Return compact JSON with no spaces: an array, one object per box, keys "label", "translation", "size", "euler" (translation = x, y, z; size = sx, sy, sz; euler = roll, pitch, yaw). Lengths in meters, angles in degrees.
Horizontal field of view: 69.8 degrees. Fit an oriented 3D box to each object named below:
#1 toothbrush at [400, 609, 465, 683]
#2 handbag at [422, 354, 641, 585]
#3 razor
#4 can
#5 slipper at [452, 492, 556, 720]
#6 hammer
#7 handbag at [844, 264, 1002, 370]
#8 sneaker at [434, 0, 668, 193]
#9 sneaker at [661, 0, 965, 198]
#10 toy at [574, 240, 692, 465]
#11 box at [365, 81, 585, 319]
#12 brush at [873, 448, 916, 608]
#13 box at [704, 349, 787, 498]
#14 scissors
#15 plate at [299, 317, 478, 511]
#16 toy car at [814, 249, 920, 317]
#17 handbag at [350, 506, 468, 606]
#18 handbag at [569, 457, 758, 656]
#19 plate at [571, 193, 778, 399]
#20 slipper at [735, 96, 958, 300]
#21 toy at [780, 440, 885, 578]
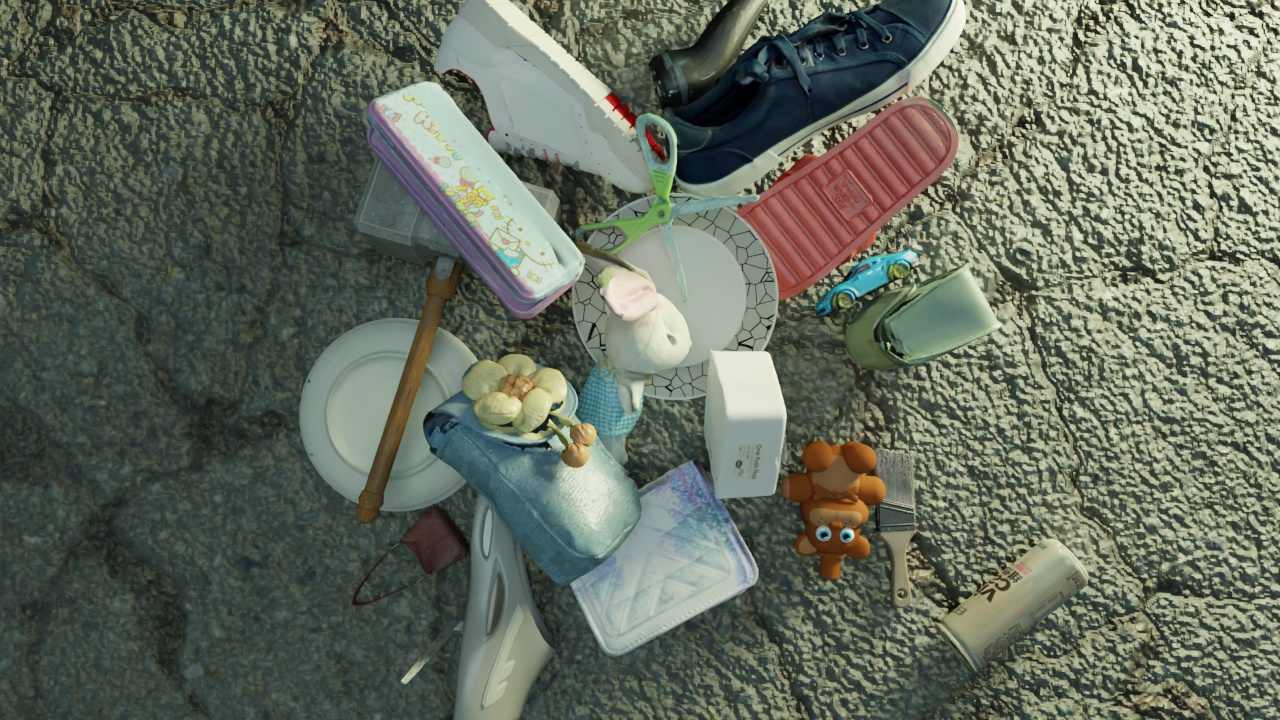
[{"label":"toothbrush","translation":[-0.170,0.241,0.772],"size":[0.010,0.181,0.010],"euler":[4,92,4]},{"label":"handbag","translation":[-0.079,0.081,0.759],"size":[0.192,0.121,0.119],"euler":[48,129,8]},{"label":"razor","translation":[0.062,-0.291,0.848],"size":[0.064,0.053,0.140],"euler":[39,87,2]},{"label":"can","translation":[0.341,0.223,0.842],"size":[0.135,0.054,0.054],"euler":[-37,90,-1]},{"label":"slipper","translation":[-0.113,0.228,0.815],"size":[0.080,0.113,0.265],"euler":[5,82,-3]},{"label":"hammer","translation":[-0.191,-0.013,0.803],"size":[0.163,0.083,0.317],"euler":[16,81,0]},{"label":"handbag","translation":[0.242,-0.035,0.810],"size":[0.106,0.122,0.067],"euler":[-27,89,-1]},{"label":"sneaker","translation":[-0.086,-0.219,0.837],"size":[0.236,0.090,0.104],"euler":[40,112,-9]},{"label":"sneaker","translation":[0.144,-0.261,0.794],"size":[0.294,0.127,0.120],"euler":[-31,46,2]},{"label":"toy","translation":[-0.005,0.005,0.809],"size":[0.105,0.131,0.206],"euler":[-2,112,-12]},{"label":"box","translation":[-0.135,-0.135,0.756],"size":[0.077,0.065,0.214],"euler":[-39,85,-21]},{"label":"brush","translation":[0.240,0.157,0.862],"size":[0.039,0.012,0.151],"euler":[-2,89,-1]},{"label":"box","translation":[0.106,0.054,0.809],"size":[0.091,0.102,0.107],"euler":[1,128,-4]},{"label":"scissors","translation":[0.019,-0.129,0.802],"size":[0.172,0.021,0.172],"euler":[-10,107,16]},{"label":"plate","translation":[-0.229,0.050,0.847],"size":[0.182,0.034,0.182],"euler":[0,89,-1]},{"label":"toy car","translation":[0.206,-0.074,0.847],"size":[0.105,0.048,0.032],"euler":[-30,90,0]},{"label":"handbag","translation":[-0.221,0.191,0.852],"size":[0.119,0.029,0.055],"euler":[-37,88,4]},{"label":"handbag","translation":[0.013,0.180,0.836],"size":[0.158,0.069,0.126],"euler":[-27,75,-2]},{"label":"plate","translation":[0.031,-0.058,0.846],"size":[0.189,0.016,0.188],"euler":[1,100,8]},{"label":"slipper","translation":[0.174,-0.142,0.843],"size":[0.249,0.059,0.103],"euler":[-35,91,14]},{"label":"toy","translation":[0.176,0.136,0.838],"size":[0.095,0.065,0.128],"euler":[2,94,5]}]
